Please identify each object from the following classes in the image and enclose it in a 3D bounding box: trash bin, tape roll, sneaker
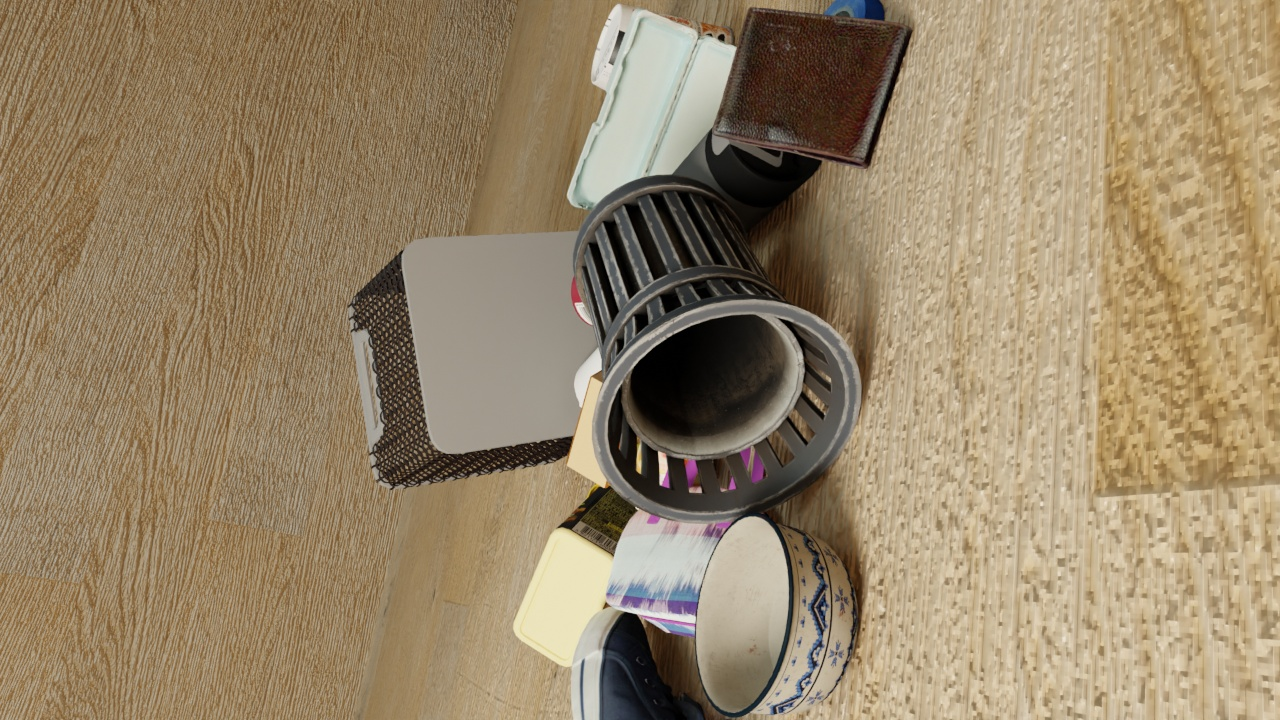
[{"bbox_3d":[0.033,-0.025,0.644,0.227,0.164,0.165,-108,37,-55],"label":"trash bin"},{"bbox_3d":[0.152,-0.237,0.708,0.093,0.016,0.091,-122,49,-65],"label":"tape roll"},{"bbox_3d":[0.021,0.263,0.628,0.294,0.127,0.121,-100,-14,-67],"label":"sneaker"}]

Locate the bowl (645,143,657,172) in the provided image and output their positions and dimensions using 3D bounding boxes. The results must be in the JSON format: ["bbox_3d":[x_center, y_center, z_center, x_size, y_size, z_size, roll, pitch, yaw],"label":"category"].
[{"bbox_3d":[0.029,-0.194,0.974,0.124,0.052,0.124,-166,91,-72],"label":"bowl"}]

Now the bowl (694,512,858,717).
[{"bbox_3d":[0.084,0.152,0.540,0.115,0.059,0.115,-166,91,-72],"label":"bowl"}]

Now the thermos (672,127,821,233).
[{"bbox_3d":[0.058,-0.135,0.800,0.241,0.082,0.082,142,140,-61],"label":"thermos"}]

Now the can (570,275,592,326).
[{"bbox_3d":[-0.007,-0.063,0.821,0.114,0.063,0.063,0,74,47],"label":"can"}]

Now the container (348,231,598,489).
[{"bbox_3d":[-0.173,-0.001,1.042,0.244,0.245,0.247,-25,74,62],"label":"container"}]

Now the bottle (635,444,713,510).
[{"bbox_3d":[0.030,0.075,0.754,0.063,0.063,0.109,-175,100,-71],"label":"bottle"}]

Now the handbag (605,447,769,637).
[{"bbox_3d":[0.047,0.111,0.671,0.145,0.068,0.169,-6,57,44],"label":"handbag"}]

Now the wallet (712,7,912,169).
[{"bbox_3d":[0.118,-0.195,0.649,0.031,0.120,0.099,10,-81,-65],"label":"wallet"}]

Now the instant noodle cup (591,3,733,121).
[{"bbox_3d":[0.018,-0.322,0.995,0.124,0.121,0.123,-166,91,-72],"label":"instant noodle cup"}]

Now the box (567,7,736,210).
[{"bbox_3d":[0.020,-0.225,0.897,0.043,0.136,0.197,-102,32,-63],"label":"box"}]

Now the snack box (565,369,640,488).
[{"bbox_3d":[-0.003,0.039,0.780,0.125,0.040,0.088,-32,-35,-54],"label":"snack box"}]

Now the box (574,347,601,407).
[{"bbox_3d":[-0.005,0.007,0.886,0.161,0.081,0.091,-47,10,52],"label":"box"}]

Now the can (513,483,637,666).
[{"bbox_3d":[-0.047,0.186,0.806,0.131,0.072,0.100,-67,-13,24],"label":"can"}]
